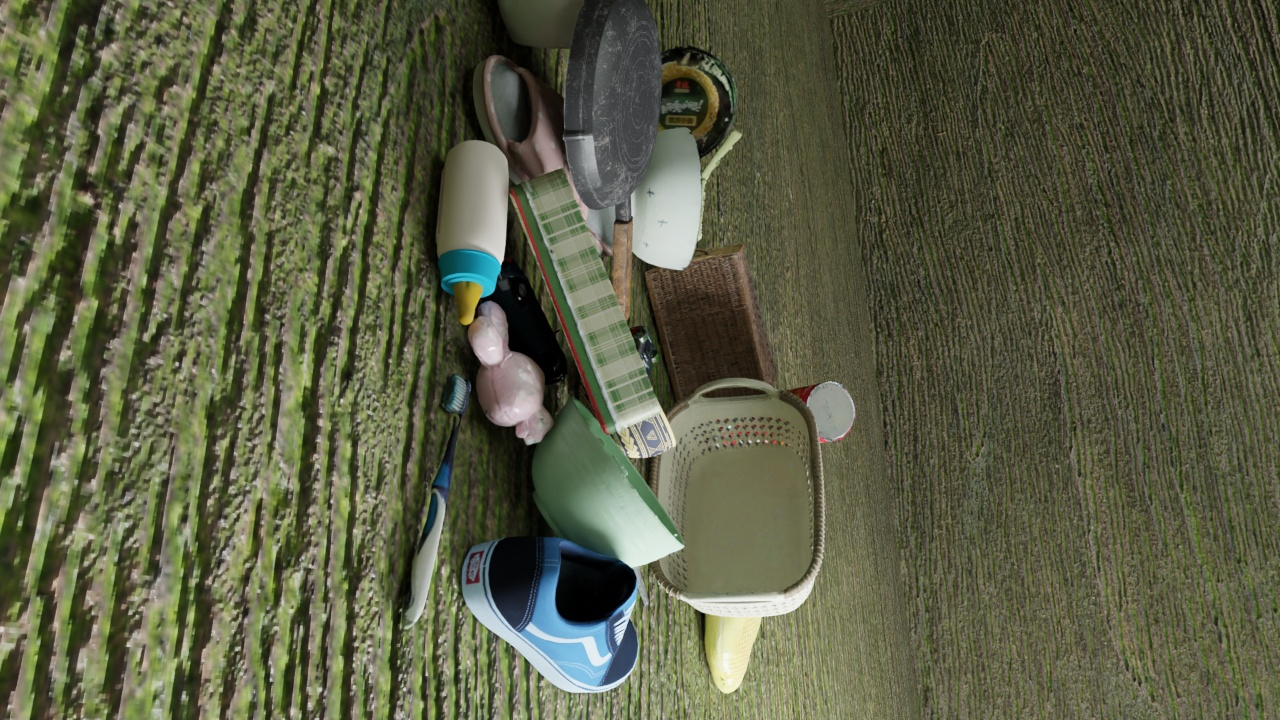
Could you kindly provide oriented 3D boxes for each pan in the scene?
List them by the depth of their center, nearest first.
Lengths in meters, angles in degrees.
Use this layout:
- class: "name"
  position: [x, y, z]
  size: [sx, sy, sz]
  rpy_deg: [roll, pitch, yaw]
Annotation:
- class: "pan"
  position: [-0.016, -0.172, 0.872]
  size: [0.207, 0.040, 0.358]
  rpy_deg: [-61, 154, -52]

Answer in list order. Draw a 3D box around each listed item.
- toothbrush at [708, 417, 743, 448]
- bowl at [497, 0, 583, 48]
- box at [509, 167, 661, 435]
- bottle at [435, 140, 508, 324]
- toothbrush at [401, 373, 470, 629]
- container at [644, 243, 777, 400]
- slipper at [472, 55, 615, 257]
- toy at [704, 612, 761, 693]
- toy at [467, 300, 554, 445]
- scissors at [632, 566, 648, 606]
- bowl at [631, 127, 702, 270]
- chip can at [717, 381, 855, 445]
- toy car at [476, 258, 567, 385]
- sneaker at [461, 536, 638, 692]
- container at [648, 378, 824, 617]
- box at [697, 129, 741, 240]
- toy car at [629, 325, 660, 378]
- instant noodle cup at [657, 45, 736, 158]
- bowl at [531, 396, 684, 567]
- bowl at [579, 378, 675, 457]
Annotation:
- class: "toothbrush"
  position: [0.111, 0.079, 1.119]
  size: [0.181, 0.016, 0.016]
  rpy_deg: [117, -18, -66]
- class: "bowl"
  position: [-0.077, -0.326, 0.846]
  size: [0.116, 0.116, 0.066]
  rpy_deg: [-54, 150, -62]
- class: "box"
  position: [-0.046, -0.044, 0.735]
  size: [0.118, 0.050, 0.205]
  rpy_deg: [-173, -118, -82]
- class: "bottle"
  position: [-0.126, -0.093, 0.682]
  size: [0.051, 0.051, 0.146]
  rpy_deg: [42, 42, -57]
- class: "toothbrush"
  position: [-0.138, 0.088, 0.618]
  size: [0.017, 0.016, 0.188]
  rpy_deg: [43, 40, -41]
- class: "container"
  position: [0.092, -0.041, 1.122]
  size: [0.112, 0.114, 0.198]
  rpy_deg: [-49, 127, -67]
- class: "slipper"
  position: [-0.069, -0.186, 0.864]
  size: [0.274, 0.054, 0.114]
  rpy_deg: [43, 41, -59]
- class: "toy"
  position: [0.111, 0.303, 1.084]
  size: [0.155, 0.065, 0.170]
  rpy_deg: [77, 24, -43]
- class: "toy"
  position: [-0.103, 0.011, 0.698]
  size: [0.063, 0.047, 0.110]
  rpy_deg: [-64, 138, -69]
- class: "scissors"
  position: [-0.022, 0.162, 0.878]
  size: [0.094, 0.014, 0.170]
  rpy_deg: [18, 60, -68]
- class: "bowl"
  position: [0.014, -0.176, 0.999]
  size: [0.153, 0.073, 0.153]
  rpy_deg: [178, -89, -77]
- class: "chip can"
  position: [0.174, 0.073, 1.137]
  size: [0.233, 0.073, 0.073]
  rpy_deg: [160, -78, -67]
- class: "toy car"
  position: [-0.095, -0.029, 0.738]
  size: [0.112, 0.046, 0.034]
  rpy_deg: [66, 27, -27]
- class: "sneaker"
  position: [-0.034, 0.201, 0.710]
  size: [0.241, 0.098, 0.083]
  rpy_deg: [52, 35, -50]
- class: "container"
  position: [0.107, 0.159, 0.993]
  size: [0.143, 0.185, 0.245]
  rpy_deg: [66, 25, -56]
- class: "box"
  position: [0.069, -0.200, 1.099]
  size: [0.187, 0.044, 0.141]
  rpy_deg: [-127, -118, -86]
- class: "toy car"
  position: [-0.006, 0.006, 0.959]
  size: [0.042, 0.036, 0.091]
  rpy_deg: [58, 29, -43]
- class: "instant noodle cup"
  position: [0.054, -0.314, 1.148]
  size: [0.112, 0.137, 0.137]
  rpy_deg: [-43, 120, -77]
- class: "bowl"
  position: [-0.037, 0.110, 0.744]
  size: [0.151, 0.077, 0.151]
  rpy_deg: [52, -1, 1]
- class: "bowl"
  position: [-0.022, 0.045, 0.850]
  size: [0.112, 0.061, 0.112]
  rpy_deg: [59, -7, 12]
